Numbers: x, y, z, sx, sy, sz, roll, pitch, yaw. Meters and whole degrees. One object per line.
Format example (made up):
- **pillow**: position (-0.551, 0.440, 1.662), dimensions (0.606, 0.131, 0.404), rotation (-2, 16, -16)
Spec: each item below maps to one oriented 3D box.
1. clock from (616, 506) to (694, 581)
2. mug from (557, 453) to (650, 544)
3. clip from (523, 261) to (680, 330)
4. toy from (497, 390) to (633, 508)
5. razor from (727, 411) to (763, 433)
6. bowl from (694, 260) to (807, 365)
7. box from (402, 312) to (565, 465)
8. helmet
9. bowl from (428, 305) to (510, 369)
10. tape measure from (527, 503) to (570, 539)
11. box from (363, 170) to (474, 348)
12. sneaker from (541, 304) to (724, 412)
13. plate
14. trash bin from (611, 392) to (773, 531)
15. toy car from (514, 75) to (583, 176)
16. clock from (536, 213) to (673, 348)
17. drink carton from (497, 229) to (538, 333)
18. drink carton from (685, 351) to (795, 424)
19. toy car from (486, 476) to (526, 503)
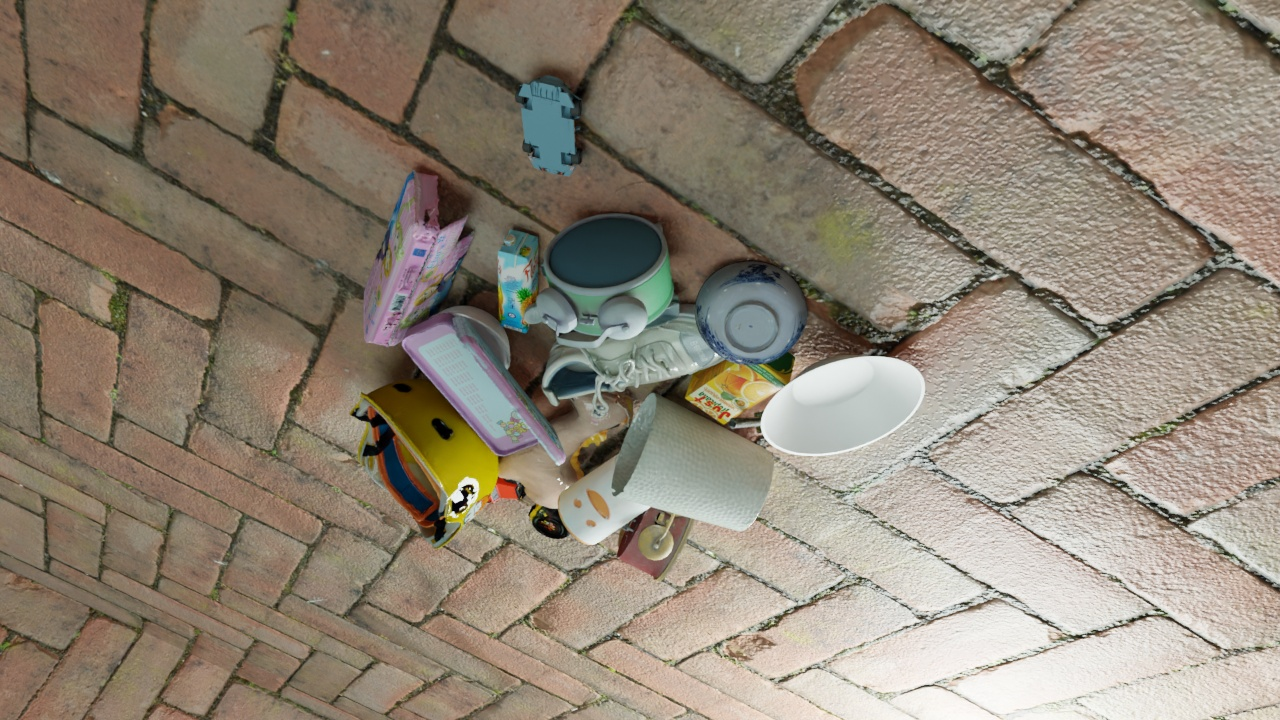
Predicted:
- **clock**: position (0.017, 0.221, 1.226), dimensions (0.081, 0.116, 0.159), rotation (27, 155, -3)
- **mug**: position (-0.043, 0.179, 1.189), dimensions (0.105, 0.082, 0.082), rotation (-37, 116, 25)
- **clip**: position (-0.039, -0.072, 0.974), dimensions (0.162, 0.090, 0.027), rotation (1, 138, 1)
- **toy**: position (-0.081, 0.119, 1.210), dimensions (0.196, 0.065, 0.265), rotation (33, 133, -29)
- **razor**: position (0.128, 0.070, 1.038), dimensions (0.043, 0.026, 0.105), rotation (-11, 173, 33)
- **bowl**: position (0.110, -0.039, 0.917), dimensions (0.114, 0.045, 0.114), rotation (3, 115, 6)
- **box**: position (-0.173, 0.036, 1.076), dimensions (0.140, 0.062, 0.214), rotation (6, 140, 45)
- **helmet**: position (-0.264, 0.108, 1.196), dimensions (0.209, 0.139, 0.241), rotation (42, 146, 21)
- **bowl**: position (-0.200, -0.031, 1.097), dimensions (0.110, 0.040, 0.110), rotation (12, 139, 11)
- **tape measure**: position (-0.129, 0.232, 1.364), dimensions (0.071, 0.042, 0.073), rotation (34, 135, -16)
- **box**: position (-0.241, -0.101, 1.020), dimensions (0.090, 0.084, 0.231), rotation (6, 147, -27)
- **sneaker**: position (-0.006, 0.006, 1.017), dimensions (0.243, 0.090, 0.089), rotation (-10, 131, 31)
- **plate**: position (0.209, 0.038, 0.973), dimensions (0.174, 0.036, 0.174), rotation (-6, 142, -5)
- **trash bin**: position (0.065, 0.128, 1.102), dimensions (0.161, 0.133, 0.134), rotation (22, 141, -10)
- **toy car**: position (-0.080, -0.219, 0.844), dimensions (0.060, 0.027, 0.108), rotation (15, 150, 7)
- **clock**: position (-0.036, -0.069, 0.889), dimensions (0.122, 0.161, 0.075), rotation (7, 137, 17)
- **drink carton**: position (-0.134, -0.086, 1.005), dimensions (0.038, 0.044, 0.129), rotation (16, 142, 5)
- **drink carton**: position (0.108, 0.021, 1.023), dimensions (0.058, 0.041, 0.123), rotation (34, 139, -16)
- **toy car**: position (-0.216, 0.181, 1.337), dimensions (0.100, 0.048, 0.051), rotation (9, 139, 14)
